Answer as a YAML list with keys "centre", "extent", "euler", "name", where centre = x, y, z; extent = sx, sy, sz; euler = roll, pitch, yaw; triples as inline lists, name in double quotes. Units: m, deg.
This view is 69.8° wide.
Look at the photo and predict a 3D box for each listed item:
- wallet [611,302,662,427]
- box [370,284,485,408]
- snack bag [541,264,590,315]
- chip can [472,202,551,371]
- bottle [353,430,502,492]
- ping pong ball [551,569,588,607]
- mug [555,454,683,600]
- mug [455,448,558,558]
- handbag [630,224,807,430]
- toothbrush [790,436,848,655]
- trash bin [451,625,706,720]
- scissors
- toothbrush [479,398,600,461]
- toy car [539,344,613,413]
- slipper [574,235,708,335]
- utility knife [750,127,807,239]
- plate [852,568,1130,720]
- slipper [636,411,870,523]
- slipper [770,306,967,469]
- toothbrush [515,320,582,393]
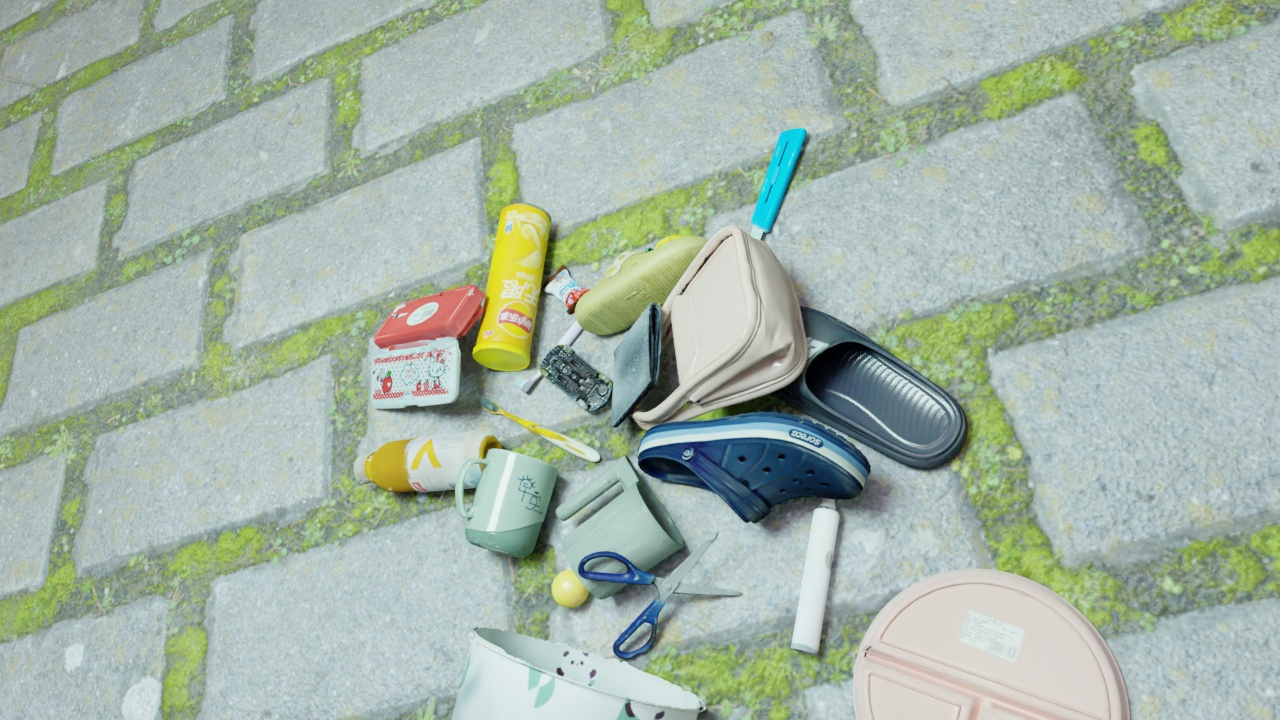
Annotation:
- centre: [-0.006, 0.006, 1.040]
  extent: [0.097, 0.019, 0.120]
  euler: [-52, 26, 43]
  name: "wallet"
- centre: [-0.281, -0.016, 1.171]
  extent: [0.202, 0.060, 0.160]
  euler: [-7, 63, 46]
  name: "box"
- centre: [-0.092, -0.088, 1.160]
  extent: [0.045, 0.026, 0.105]
  euler: [-49, 37, 0]
  name: "snack bag"
- centre: [-0.161, -0.095, 1.176]
  extent: [0.072, 0.072, 0.213]
  euler: [-4, 64, 23]
  name: "chip can"
- centre: [-0.260, 0.126, 1.115]
  extent: [0.190, 0.068, 0.068]
  euler: [-7, 63, 21]
  name: "bottle"
- centre: [-0.076, 0.246, 0.990]
  extent: [0.040, 0.040, 0.040]
  euler: [-10, 62, 20]
  name: "ping pong ball"
- centre: [-0.028, 0.177, 0.979]
  extent: [0.103, 0.083, 0.124]
  euler: [-38, 54, 6]
  name: "mug"
- centre: [-0.158, 0.158, 1.029]
  extent: [0.082, 0.111, 0.106]
  euler: [-8, 61, 55]
  name: "mug"
- centre: [0.064, -0.014, 1.002]
  extent: [0.235, 0.093, 0.193]
  euler: [-40, 33, 28]
  name: "handbag"
- centre: [0.182, 0.179, 0.916]
  extent: [0.026, 0.026, 0.220]
  euler: [2, 66, 31]
  name: "toothbrush"
- centre: [-0.084, 0.397, 0.824]
  extent: [0.230, 0.229, 0.251]
  euler: [11, 77, 28]
  name: "trash bin"
- centre: [0.014, 0.233, 0.931]
  extent: [0.162, 0.012, 0.176]
  euler: [28, 103, -9]
  name: "scissors"
- centre: [-0.124, 0.082, 1.105]
  extent: [0.191, 0.018, 0.016]
  euler: [22, 78, 31]
  name: "toothbrush"
- centre: [-0.075, 0.023, 1.102]
  extent: [0.105, 0.031, 0.049]
  euler: [37, 86, 27]
  name: "toy car"
- centre: [0.002, -0.102, 1.097]
  extent: [0.191, 0.091, 0.081]
  euler: [-28, 55, 13]
  name: "slipper"
- centre: [0.159, -0.200, 1.115]
  extent: [0.034, 0.018, 0.191]
  euler: [13, 73, 28]
  name: "utility knife"
- centre: [0.301, 0.295, 0.806]
  extent: [0.230, 0.028, 0.229]
  euler: [-10, 62, 20]
  name: "plate"
- centre: [0.099, 0.112, 0.926]
  extent: [0.253, 0.105, 0.095]
  euler: [-1, 62, 35]
  name: "slipper"
- centre: [0.212, 0.011, 0.952]
  extent: [0.268, 0.083, 0.110]
  euler: [34, 81, 31]
  name: "slipper"
- centre: [-0.088, -0.036, 1.146]
  extent: [0.021, 0.029, 0.189]
  euler: [41, 84, -7]
  name: "toothbrush"
